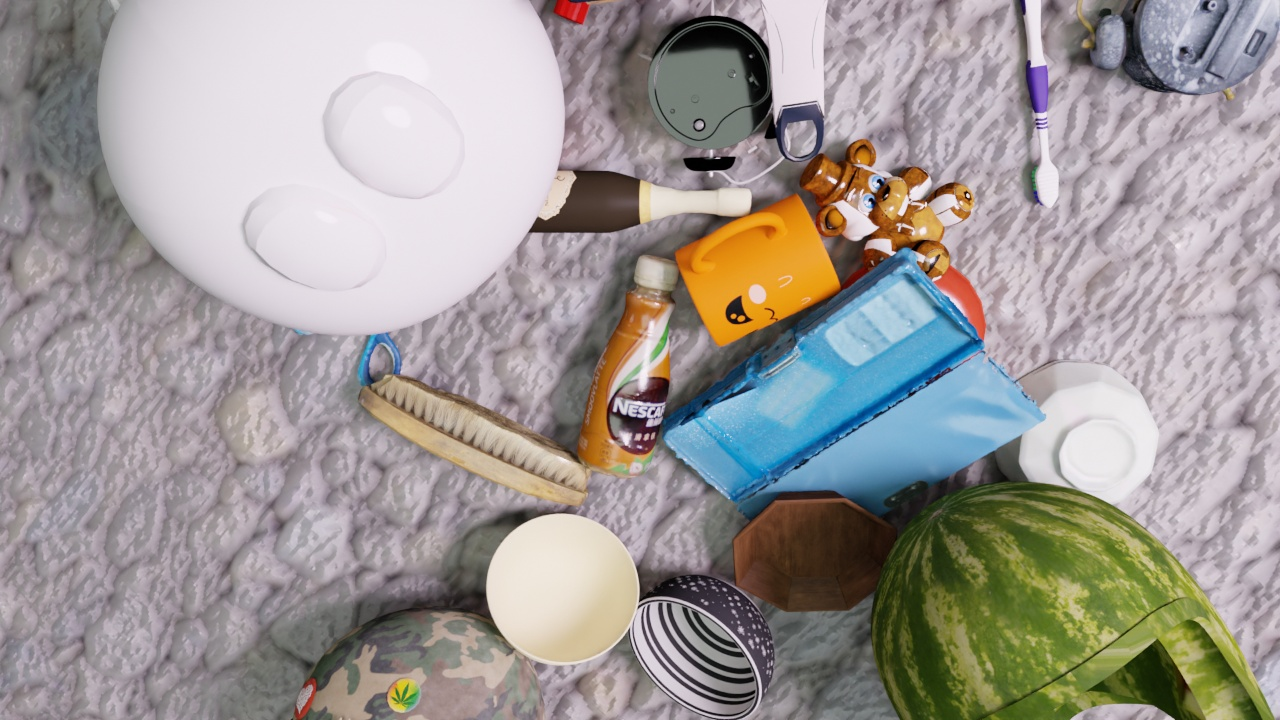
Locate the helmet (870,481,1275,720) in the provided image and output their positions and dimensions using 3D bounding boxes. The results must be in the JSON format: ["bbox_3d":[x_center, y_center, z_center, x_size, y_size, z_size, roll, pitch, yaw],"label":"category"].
[{"bbox_3d":[0.273,0.197,0.627,0.213,0.243,0.247,-36,103,9],"label":"helmet"}]

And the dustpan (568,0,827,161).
[{"bbox_3d":[0.072,-0.240,0.462,0.236,0.080,0.273,-7,130,3],"label":"dustpan"}]

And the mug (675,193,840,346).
[{"bbox_3d":[0.079,-0.071,0.648,0.096,0.112,0.077,-25,63,10],"label":"mug"}]

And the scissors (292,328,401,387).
[{"bbox_3d":[-0.208,-0.033,0.729,0.137,0.012,0.127,-25,100,8],"label":"scissors"}]

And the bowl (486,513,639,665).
[{"bbox_3d":[-0.066,0.192,0.735,0.118,0.117,0.074,20,146,-1],"label":"bowl"}]

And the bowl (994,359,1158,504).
[{"bbox_3d":[0.330,0.062,0.684,0.117,0.061,0.117,1,103,4],"label":"bowl"}]

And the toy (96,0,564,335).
[{"bbox_3d":[-0.190,-0.161,0.570,0.263,0.280,0.265,-47,132,14],"label":"toy"}]

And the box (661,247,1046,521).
[{"bbox_3d":[0.153,0.047,0.682,0.232,0.033,0.174,-37,109,26],"label":"box"}]

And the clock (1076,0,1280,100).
[{"bbox_3d":[0.358,-0.228,0.615,0.129,0.052,0.090,23,104,-2],"label":"clock"}]

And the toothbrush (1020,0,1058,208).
[{"bbox_3d":[0.279,-0.201,0.647,0.015,0.016,0.187,-8,101,6],"label":"toothbrush"}]

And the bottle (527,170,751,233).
[{"bbox_3d":[-0.011,-0.116,0.674,0.184,0.045,0.045,1,104,4],"label":"bottle"}]

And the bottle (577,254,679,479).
[{"bbox_3d":[-0.004,0.004,0.697,0.059,0.059,0.167,13,102,1],"label":"bottle"}]

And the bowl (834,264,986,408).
[{"bbox_3d":[0.201,-0.017,0.688,0.122,0.035,0.122,1,104,4],"label":"bowl"}]

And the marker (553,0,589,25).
[{"bbox_3d":[-0.026,-0.310,0.640,0.023,0.021,0.145,10,108,-37],"label":"marker"}]

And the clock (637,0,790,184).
[{"bbox_3d":[0.057,-0.185,0.654,0.091,0.042,0.121,-33,99,11],"label":"clock"}]

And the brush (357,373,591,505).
[{"bbox_3d":[-0.128,0.060,0.721,0.195,0.059,0.043,25,93,0],"label":"brush"}]

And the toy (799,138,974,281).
[{"bbox_3d":[0.170,-0.109,0.654,0.112,0.067,0.087,28,79,-15],"label":"toy"}]

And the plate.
[{"bbox_3d":[0.136,0.147,0.720,0.131,0.025,0.131,2,125,3],"label":"plate"}]

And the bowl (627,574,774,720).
[{"bbox_3d":[0.057,0.218,0.735,0.120,0.066,0.120,19,127,27],"label":"bowl"}]

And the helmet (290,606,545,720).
[{"bbox_3d":[-0.182,0.316,0.714,0.224,0.193,0.236,-9,76,-7],"label":"helmet"}]

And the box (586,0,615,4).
[{"bbox_3d":[0.089,-0.361,0.550,0.279,0.220,0.259,-7,129,0],"label":"box"}]
